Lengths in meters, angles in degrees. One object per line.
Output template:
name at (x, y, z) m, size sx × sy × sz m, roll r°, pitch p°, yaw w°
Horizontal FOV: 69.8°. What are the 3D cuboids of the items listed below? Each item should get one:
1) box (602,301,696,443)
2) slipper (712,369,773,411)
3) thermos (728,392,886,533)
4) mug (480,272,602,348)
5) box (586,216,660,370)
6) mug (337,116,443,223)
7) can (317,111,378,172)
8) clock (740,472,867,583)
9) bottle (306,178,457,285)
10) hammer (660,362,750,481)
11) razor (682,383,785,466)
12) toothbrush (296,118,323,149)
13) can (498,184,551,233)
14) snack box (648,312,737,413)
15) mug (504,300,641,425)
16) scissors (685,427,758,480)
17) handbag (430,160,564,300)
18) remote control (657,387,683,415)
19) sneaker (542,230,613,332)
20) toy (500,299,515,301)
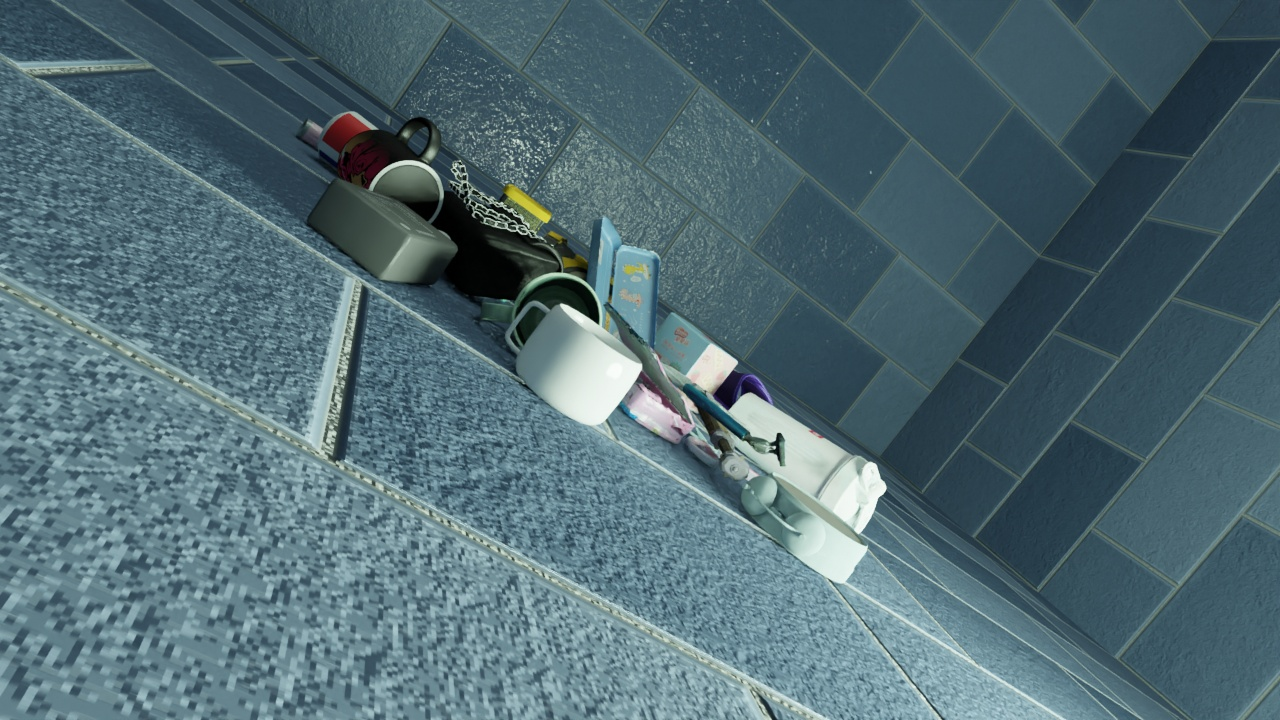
box at (-0.005, 0.004, 1.023) m, size 0.084 × 0.071 × 0.230 m, roll 33°, pitch 7°, yaw -29°
slipper at (0.165, 0.070, 1.389) m, size 0.107 × 0.084 × 0.266 m, roll 32°, pitch 8°, yaw -37°
thermos at (0.209, 0.128, 1.193) m, size 0.220 × 0.099 × 0.099 m, roll 36°, pitch 6°, yaw 28°
mug at (-0.096, -0.040, 0.872) m, size 0.111 × 0.084 × 0.104 m, roll 7°, pitch 0°, yaw -7°
box at (-0.030, -0.086, 1.219) m, size 0.125 × 0.043 × 0.208 m, roll 33°, pitch 45°, yaw -33°
mug at (-0.255, -0.204, 0.969) m, size 0.081 × 0.118 × 0.098 m, roll 31°, pitch 9°, yaw -46°
can at (-0.308, -0.228, 1.077) m, size 0.132 × 0.070 × 0.070 m, roll 37°, pitch 7°, yaw 6°
clock at (0.157, 0.159, 0.895) m, size 0.122 × 0.045 × 0.159 m, roll 41°, pitch 6°, yaw 38°
bottle at (-0.215, -0.109, 0.824) m, size 0.084 × 0.046 × 0.173 m, roll 37°, pitch 7°, yaw 6°
hammer at (0.081, 0.073, 1.026) m, size 0.147 × 0.028 × 0.316 m, roll 41°, pitch 6°, yaw -8°
razor at (0.095, 0.064, 0.961) m, size 0.144 × 0.022 × 0.042 m, roll 34°, pitch -31°, yaw 36°
toothbrush at (-0.333, -0.232, 1.173) m, size 0.222 × 0.026 × 0.027 m, roll 33°, pitch -12°, yaw -29°
can at (-0.182, -0.183, 1.278) m, size 0.072 × 0.101 × 0.130 m, roll 35°, pitch 7°, yaw -10°
snack box at (0.063, 0.004, 1.279) m, size 0.079 × 0.095 × 0.093 m, roll 29°, pitch 10°, yaw -48°
mug at (-0.062, -0.002, 0.778) m, size 0.115 × 0.068 × 0.094 m, roll 38°, pitch 7°, yaw 9°
scissors at (0.084, 0.104, 1.040) m, size 0.170 × 0.013 × 0.176 m, roll 37°, pitch 6°, yaw 3°
handbag at (-0.150, -0.136, 0.985) m, size 0.125 × 0.115 × 0.154 m, roll 12°, pitch 17°, yaw -34°
remote control at (0.012, 0.035, 1.098) m, size 0.033 × 0.015 × 0.147 m, roll 31°, pitch 4°, yaw -26°
sneaker at (-0.084, -0.108, 1.316) m, size 0.122 × 0.086 × 0.238 m, roll 44°, pitch 12°, yaw 23°
toy at (-0.141, -0.078, 1.077) m, size 0.105 × 0.033 × 0.085 m, roll 28°, pitch 25°, yaw -43°
